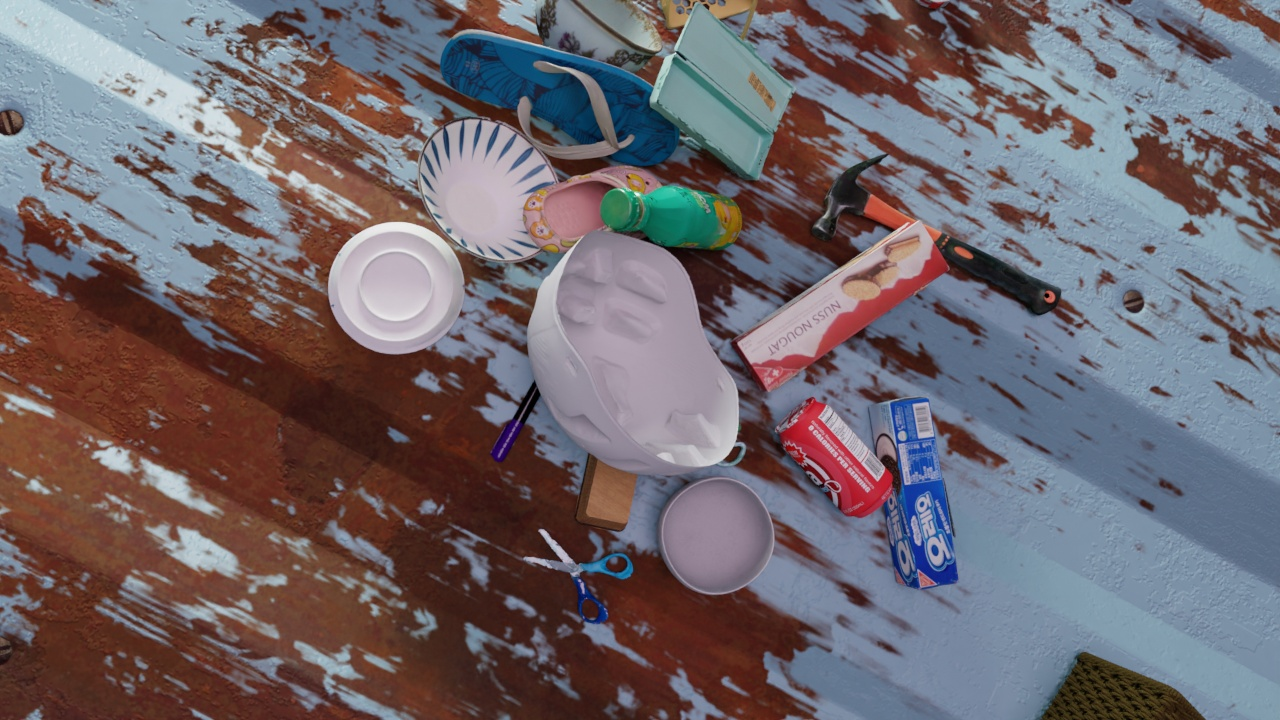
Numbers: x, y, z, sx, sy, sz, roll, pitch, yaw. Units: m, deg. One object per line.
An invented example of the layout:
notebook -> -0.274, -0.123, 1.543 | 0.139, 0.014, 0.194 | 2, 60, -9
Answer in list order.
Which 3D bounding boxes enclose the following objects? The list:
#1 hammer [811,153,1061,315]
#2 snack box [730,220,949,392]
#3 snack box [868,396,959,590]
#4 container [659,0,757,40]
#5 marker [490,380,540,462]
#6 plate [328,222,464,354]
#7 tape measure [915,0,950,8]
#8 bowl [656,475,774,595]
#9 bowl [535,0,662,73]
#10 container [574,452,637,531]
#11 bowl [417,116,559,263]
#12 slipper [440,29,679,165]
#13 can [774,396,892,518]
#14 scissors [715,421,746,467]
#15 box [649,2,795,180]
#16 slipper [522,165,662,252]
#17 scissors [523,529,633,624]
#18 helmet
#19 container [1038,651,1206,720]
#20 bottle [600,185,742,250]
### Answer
hammer -> 0.389, -0.146, 1.170 | 0.333, 0.033, 0.133 | 27, 80, -5
snack box -> 0.243, -0.066, 1.114 | 0.273, 0.044, 0.076 | -33, 95, -4
snack box -> 0.330, 0.158, 1.111 | 0.059, 0.059, 0.226 | -8, 85, -13
container -> 0.091, -0.467, 1.086 | 0.129, 0.184, 0.167 | -20, 80, -10
marker -> -0.138, 0.058, 1.076 | 0.018, 0.015, 0.133 | 24, 79, 23
plate -> -0.285, -0.086, 1.072 | 0.157, 0.014, 0.157 | 1, 84, -9
tape measure -> 0.383, -0.499, 1.213 | 0.062, 0.020, 0.060 | 18, 81, -6
bowl -> 0.083, 0.201, 1.066 | 0.131, 0.064, 0.131 | 1, 83, -8
bowl -> -0.064, -0.386, 1.088 | 0.160, 0.159, 0.094 | 43, 119, -1
container -> -0.033, 0.139, 1.058 | 0.063, 0.061, 0.114 | 13, 82, -7
bowl -> -0.183, -0.185, 1.057 | 0.177, 0.071, 0.177 | 11, 69, -31
slipper -> -0.083, -0.291, 1.046 | 0.294, 0.118, 0.060 | 16, 43, -21
can -> 0.231, 0.116, 1.092 | 0.074, 0.074, 0.142 | -43, 91, -11
scissors -> 0.065, 0.109, 1.102 | 0.130, 0.014, 0.070 | -17, 86, -11
box -> 0.102, -0.318, 1.098 | 0.186, 0.033, 0.136 | 29, 77, -38
slipper -> -0.041, -0.184, 1.059 | 0.196, 0.082, 0.093 | -18, 87, -34
scissors -> -0.079, 0.253, 1.063 | 0.133, 0.015, 0.104 | 15, 82, -5
helmet -> -0.007, 0.006, 0.990 | 0.223, 0.184, 0.282 | -3, 45, -43
container -> 0.598, 0.537, 1.049 | 0.205, 0.176, 0.321 | -44, 91, -7
bottle -> 0.035, -0.163, 1.039 | 0.209, 0.068, 0.068 | -4, 81, -53
